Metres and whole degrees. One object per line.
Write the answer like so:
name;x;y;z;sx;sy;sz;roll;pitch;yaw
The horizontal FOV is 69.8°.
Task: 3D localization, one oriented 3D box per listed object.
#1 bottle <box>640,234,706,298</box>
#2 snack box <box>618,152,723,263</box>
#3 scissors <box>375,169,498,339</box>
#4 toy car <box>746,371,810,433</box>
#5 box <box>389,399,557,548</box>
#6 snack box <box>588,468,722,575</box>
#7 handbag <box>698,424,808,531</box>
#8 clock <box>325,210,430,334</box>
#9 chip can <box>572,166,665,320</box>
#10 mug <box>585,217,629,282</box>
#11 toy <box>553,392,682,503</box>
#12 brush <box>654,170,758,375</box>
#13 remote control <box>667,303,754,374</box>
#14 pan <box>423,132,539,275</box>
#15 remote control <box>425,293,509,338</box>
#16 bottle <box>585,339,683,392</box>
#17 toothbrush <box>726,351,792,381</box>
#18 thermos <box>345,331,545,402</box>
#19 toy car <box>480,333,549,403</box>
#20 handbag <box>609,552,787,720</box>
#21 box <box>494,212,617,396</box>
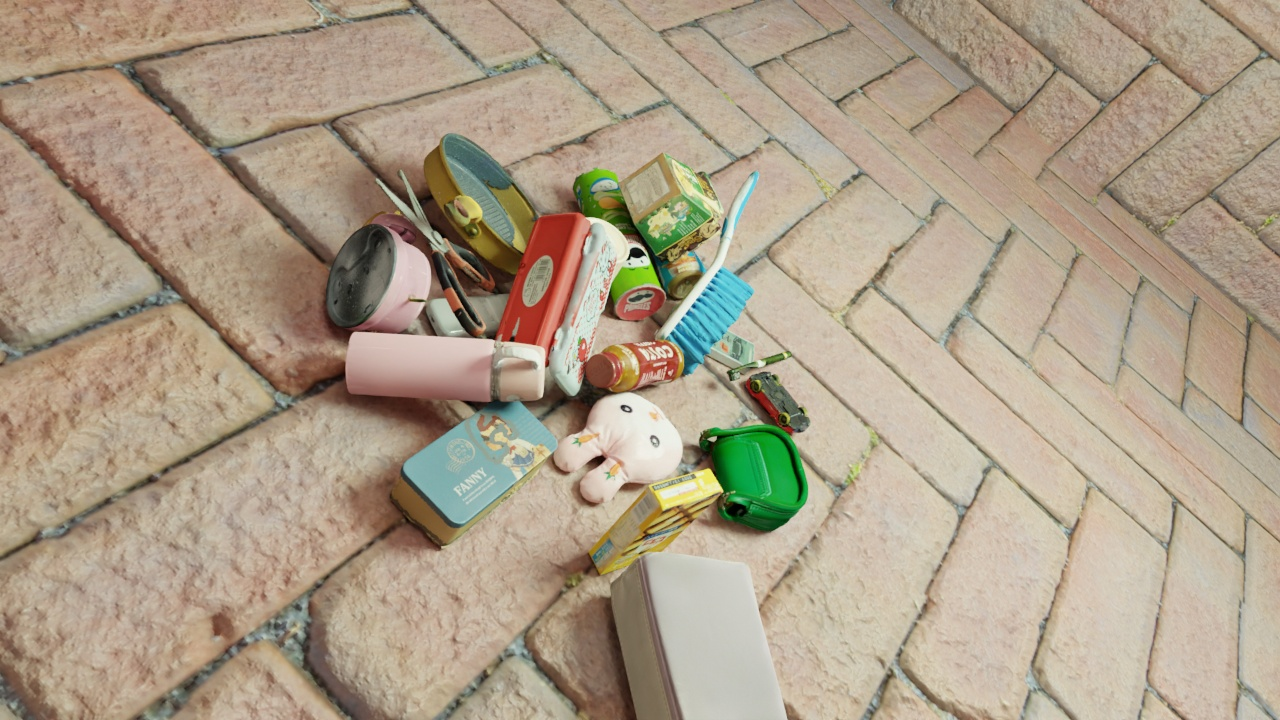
bottle;0.034;-0.191;1.359;0.065;0.065;0.218;3;51;-34
snack box;0.036;-0.217;1.260;0.105;0.118;0.117;34;30;-54
scissors;-0.220;-0.117;1.023;0.222;0.015;0.188;47;19;-46
toy car;0.190;0.060;1.264;0.049;0.031;0.106;-16;57;-42
box;-0.171;0.112;0.934;0.090;0.062;0.183;42;39;6
snack box;0.014;0.168;0.954;0.086;0.141;0.033;-9;60;-42
handbag;0.137;0.140;1.124;0.120;0.068;0.131;11;47;-27
clock;-0.288;-0.098;1.004;0.059;0.117;0.158;22;38;-50
chip can;-0.033;-0.166;1.283;0.072;0.072;0.235;5;50;-33
mug;-0.070;-0.131;1.196;0.081;0.106;0.114;25;42;-15
toy;-0.022;0.100;1.063;0.121;0.054;0.159;47;49;11
brush;0.117;-0.128;1.271;0.109;0.061;0.313;39;68;-1
remote control;0.099;-0.031;1.293;0.135;0.019;0.056;28;42;-12
pan;-0.187;-0.180;1.076;0.197;0.078;0.356;51;17;-10
remote control;-0.189;-0.053;1.104;0.135;0.020;0.056;-9;58;-40
bottle;-0.007;0.007;1.114;0.057;0.058;0.174;51;23;15
toothbrush;0.171;0.007;1.293;0.185;0.012;0.017;-15;89;-55
thermos;-0.198;0.005;0.942;0.198;0.087;0.067;4;68;-2
toy car;-0.149;-0.005;1.069;0.070;0.042;0.157;48;53;6
handbag;0.060;0.297;0.901;0.144;0.099;0.196;9;47;-28
box;-0.089;-0.063;1.065;0.101;0.095;0.201;44;54;-49
